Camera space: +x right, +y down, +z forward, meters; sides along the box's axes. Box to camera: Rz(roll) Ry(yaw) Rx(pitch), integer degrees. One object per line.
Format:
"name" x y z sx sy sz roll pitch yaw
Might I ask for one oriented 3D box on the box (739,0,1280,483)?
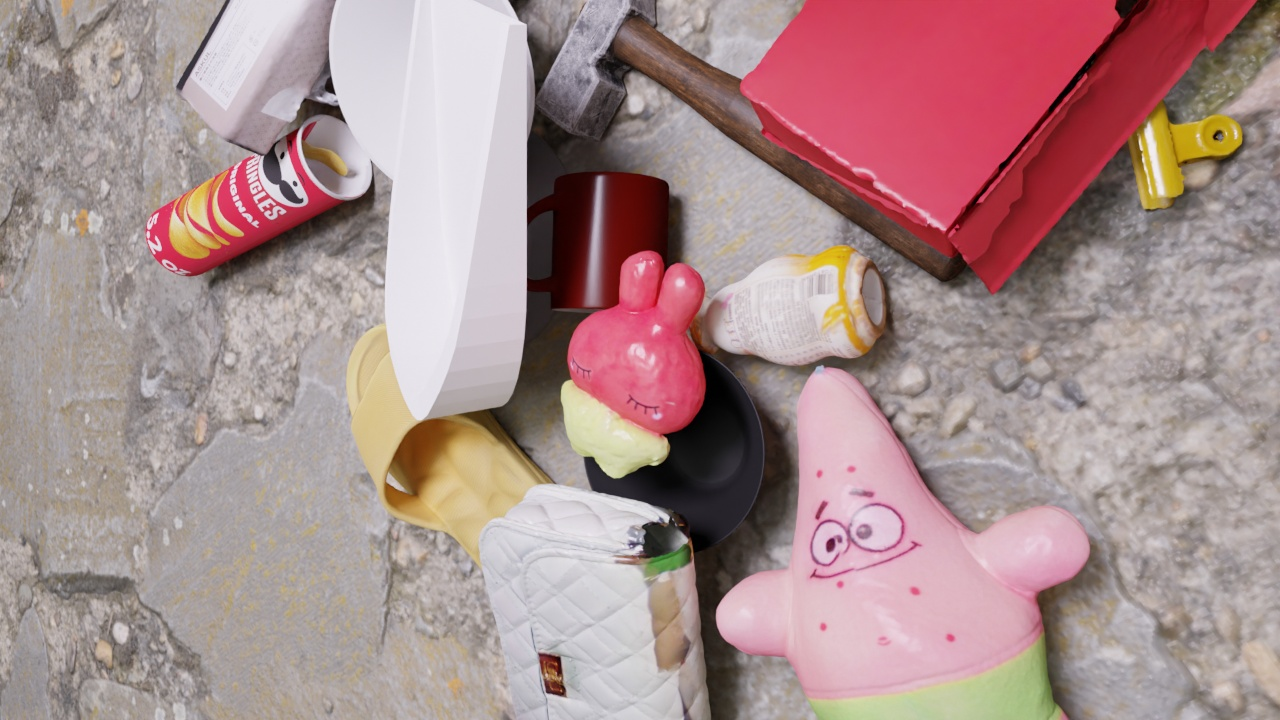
"box" 0.248 -0.108 0.503 0.213 0.374 0.148 -51 31 5

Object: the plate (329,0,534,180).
"plate" -0.140 -0.204 0.651 0.174 0.036 0.174 12 118 23

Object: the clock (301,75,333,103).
"clock" -0.283 -0.265 0.758 0.104 0.056 0.148 34 106 26

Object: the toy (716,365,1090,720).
"toy" 0.132 0.112 0.481 0.192 0.096 0.236 -23 71 21

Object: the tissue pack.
"tissue pack" -0.262 -0.245 0.690 0.104 0.071 0.181 39 96 29

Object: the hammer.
"hammer" 0.090 -0.173 0.538 0.300 0.037 0.218 41 110 24

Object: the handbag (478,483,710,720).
"handbag" -0.025 0.176 0.552 0.139 0.072 0.195 6 116 33

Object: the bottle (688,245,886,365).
"bottle" 0.082 -0.028 0.526 0.109 0.063 0.063 -8 86 31

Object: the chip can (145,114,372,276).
"chip can" -0.329 -0.134 0.779 0.221 0.069 0.069 -16 82 31

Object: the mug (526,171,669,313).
"mug" -0.034 -0.073 0.576 0.073 0.105 0.082 -176 87 -66

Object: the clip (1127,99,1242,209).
"clip" 0.258 -0.103 0.441 0.048 0.046 0.054 156 106 -64

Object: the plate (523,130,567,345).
"plate" -0.122 -0.090 0.683 0.179 0.012 0.178 0 90 32

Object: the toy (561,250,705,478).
"toy" -0.003 0.003 0.525 0.092 0.045 0.135 33 113 26

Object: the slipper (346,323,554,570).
"slipper" -0.147 0.074 0.662 0.263 0.078 0.100 41 112 24

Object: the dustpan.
"dustpan" -0.128 -0.089 0.576 0.191 0.053 0.258 -134 41 -52

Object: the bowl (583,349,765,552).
"bowl" 0.030 0.052 0.564 0.124 0.052 0.124 0 90 32
